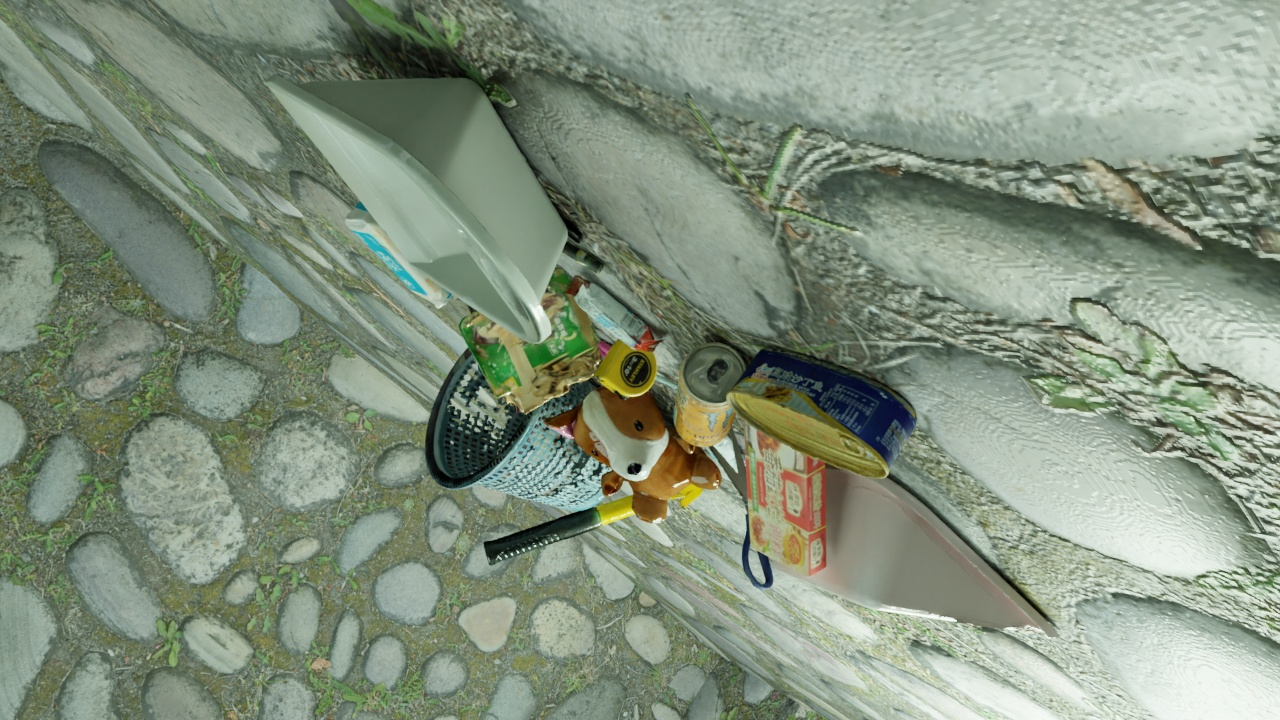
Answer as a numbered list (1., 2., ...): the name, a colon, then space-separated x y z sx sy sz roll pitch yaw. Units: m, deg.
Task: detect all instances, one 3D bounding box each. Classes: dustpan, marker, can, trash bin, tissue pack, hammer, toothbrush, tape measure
1. dustpan: -0.170 -0.105 0.709 0.258 0.142 0.223 0 142 29
2. marker: -0.097 -0.138 0.764 0.124 0.015 0.018 39 163 -13
3. can: 0.136 0.038 0.701 0.148 0.049 0.074 21 158 45
4. trash bin: -0.126 0.088 1.156 0.195 0.226 0.227 33 170 -37
5. dustpan: 0.248 0.165 0.897 0.273 0.138 0.223 13 175 -27
6. tissue pack: -0.217 -0.127 0.915 0.063 0.089 0.140 20 157 48
7. hammer: -0.057 0.205 1.202 0.129 0.300 0.033 165 88 -77
8. toothbrush: -0.111 -0.126 0.824 0.186 0.017 0.012 32 127 16
9. can: 0.061 0.034 0.831 0.058 0.058 0.146 34 164 11
10. tape measure: -0.013 0.008 0.917 0.057 0.060 0.029 39 164 -27

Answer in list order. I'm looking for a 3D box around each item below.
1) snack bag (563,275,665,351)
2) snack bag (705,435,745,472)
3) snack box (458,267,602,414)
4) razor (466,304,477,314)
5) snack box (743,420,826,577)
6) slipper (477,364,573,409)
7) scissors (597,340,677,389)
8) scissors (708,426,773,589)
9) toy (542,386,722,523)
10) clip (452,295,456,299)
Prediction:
1. snack bag: -0.025 -0.041 0.861 0.104 0.026 0.048 39 158 -4
2. snack bag: 0.088 0.096 1.006 0.045 0.026 0.105 33 166 48
3. snack box: -0.116 -0.024 0.937 0.117 0.118 0.105 65 169 -17
4. razor: -0.166 -0.050 1.013 0.062 0.067 0.167 -21 100 29
5. snack box: 0.131 0.114 0.828 0.075 0.025 0.153 21 125 48
6. slipper: -0.145 0.074 1.331 0.253 0.095 0.105 41 162 -24
7. scissors: -0.006 0.006 0.979 0.133 0.017 0.054 26 168 23
8. scissors: 0.115 0.158 0.949 0.166 0.154 0.012 34 150 -23
9. toy: -0.005 0.101 1.048 0.199 0.140 0.130 51 -169 -30
10. clip: -0.180 -0.077 1.087 0.102 0.034 0.094 0 136 53
